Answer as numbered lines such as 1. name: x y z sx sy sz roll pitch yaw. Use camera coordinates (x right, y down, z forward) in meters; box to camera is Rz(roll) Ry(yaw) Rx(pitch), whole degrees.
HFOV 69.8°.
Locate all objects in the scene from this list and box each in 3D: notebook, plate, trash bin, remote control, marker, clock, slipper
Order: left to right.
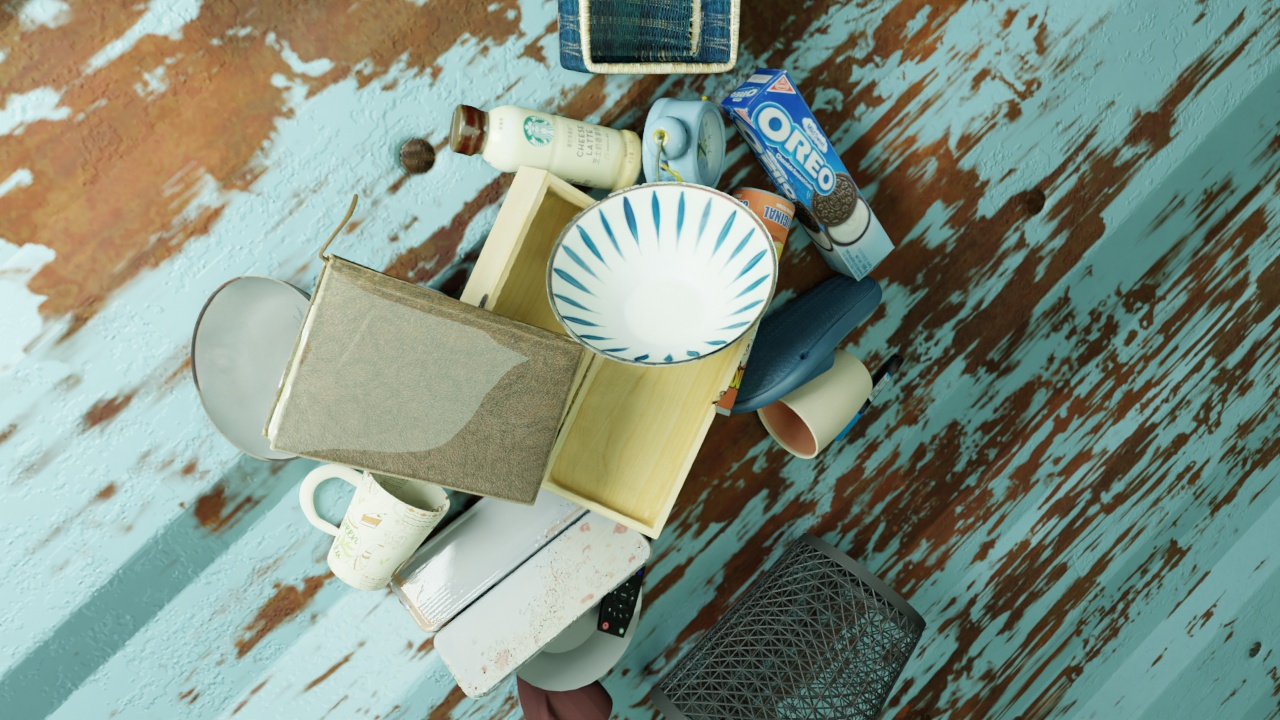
1. notebook: -0.153 0.002 0.699 0.215 0.034 0.190 18 92 -27
2. plate: -0.075 0.244 0.930 0.172 0.019 0.172 3 85 -34
3. remote control: -0.014 0.222 0.954 0.039 0.010 0.124 27 72 -30
4. clock: 0.035 -0.182 0.810 0.124 0.052 0.089 -55 145 -46
5. trash bin: 0.170 0.334 0.995 0.217 0.217 0.243 44 79 -29
6. slipper: 0.163 -0.013 0.931 0.213 0.104 0.059 -38 120 -13
7. marker: 0.255 0.042 1.038 0.123 0.015 0.018 -49 122 -6

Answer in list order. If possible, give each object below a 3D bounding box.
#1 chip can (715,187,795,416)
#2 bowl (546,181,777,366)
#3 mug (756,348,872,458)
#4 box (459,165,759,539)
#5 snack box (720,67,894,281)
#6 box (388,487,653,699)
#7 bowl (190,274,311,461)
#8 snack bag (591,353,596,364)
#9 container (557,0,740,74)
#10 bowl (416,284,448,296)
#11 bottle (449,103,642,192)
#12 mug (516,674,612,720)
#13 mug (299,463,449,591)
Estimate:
1. chip can: 0.088 -0.056 0.882 0.062 0.062 0.210 19 88 -28
2. bowl: 0.019 -0.053 0.727 0.177 0.177 0.071 -30 149 -12
3. mug: 0.189 0.050 0.980 0.104 0.085 0.112 -38 146 -21
4. box: -0.043 -0.001 0.804 0.261 0.097 0.247 25 90 -18
5. snack box: 0.168 -0.179 0.902 0.059 0.059 0.226 -41 119 -2
6. box: -0.112 0.193 0.864 0.216 0.043 0.148 -37 81 -9
7. bowl: -0.284 0.003 0.739 0.056 0.151 0.151 -20 124 -67
8. snack bag: -0.005 0.005 0.896 0.077 0.036 0.116 -29 116 -13
9. container: 0.005 -0.338 0.768 0.145 0.071 0.187 -8 110 -22
10. bowl: -0.199 0.004 0.793 0.131 0.064 0.132 -7 110 -22
11. bottle: -0.081 -0.184 0.789 0.162 0.056 0.056 6 104 -26
12. mug: -0.088 0.347 0.935 0.087 0.114 0.088 -32 103 6
13. mug: -0.248 0.140 0.821 0.122 0.081 0.097 32 100 -8
